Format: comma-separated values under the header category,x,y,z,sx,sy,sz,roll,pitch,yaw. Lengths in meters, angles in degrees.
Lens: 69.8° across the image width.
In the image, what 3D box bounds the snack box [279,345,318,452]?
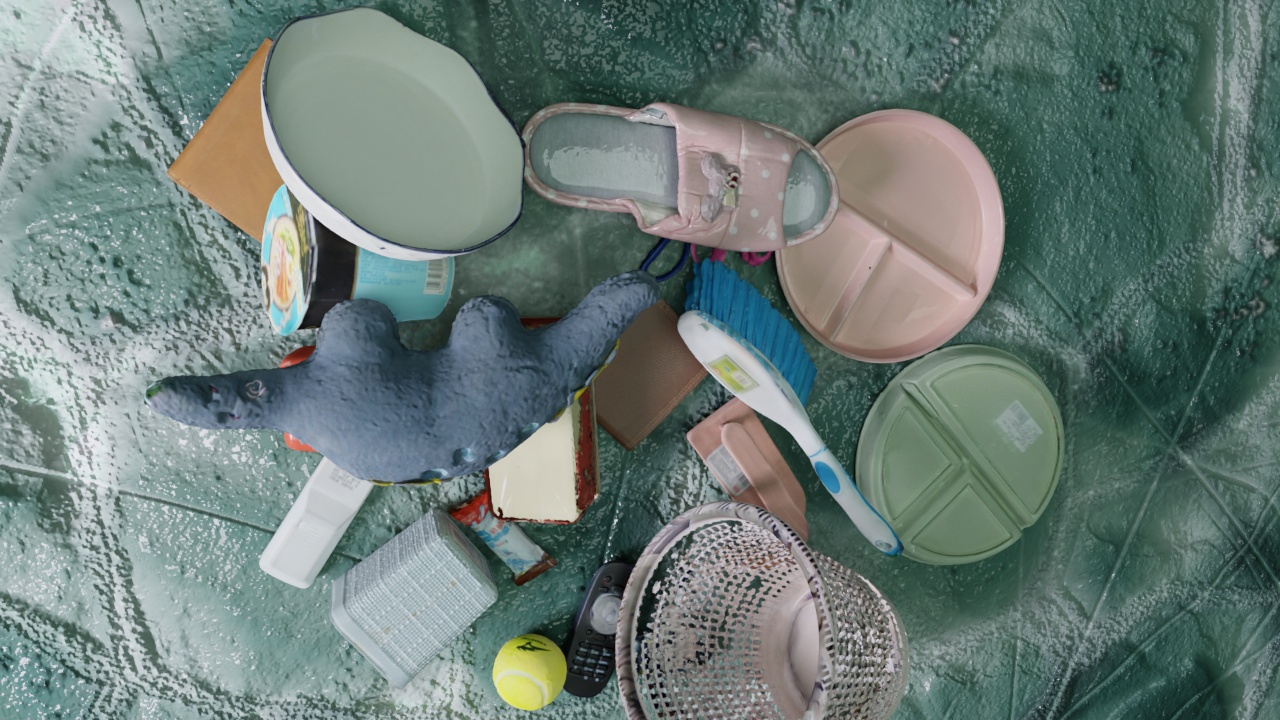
category,x,y,z,sx,sy,sz,roll,pitch,yaw
snack box,-0.242,0.030,0.734,0.080,0.082,0.091,0,103,-4

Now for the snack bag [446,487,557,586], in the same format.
category,x,y,z,sx,sy,sz,roll,pitch,yaw
snack bag,-0.122,0.157,0.816,0.048,0.026,0.104,-33,107,7

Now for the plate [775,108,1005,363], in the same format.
category,x,y,z,sx,sy,sz,roll,pitch,yaw
plate,0.227,-0.112,0.843,0.229,0.028,0.229,-3,102,-13

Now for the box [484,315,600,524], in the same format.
category,x,y,z,sx,sy,sz,roll,pitch,yaw
box,-0.085,0.050,0.761,0.091,0.076,0.168,-1,103,13

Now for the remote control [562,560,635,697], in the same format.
category,x,y,z,sx,sy,sz,roll,pitch,yaw
remote control,-0.037,0.248,0.855,0.053,0.024,0.136,18,95,-15

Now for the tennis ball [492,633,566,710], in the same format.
category,x,y,z,sx,sy,sz,roll,pitch,yaw
tennis ball,-0.099,0.280,0.825,0.065,0.065,0.065,-3,102,-13

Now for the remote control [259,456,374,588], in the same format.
category,x,y,z,sx,sy,sz,roll,pitch,yaw
remote control,-0.271,0.133,0.776,0.049,0.024,0.125,32,92,-18

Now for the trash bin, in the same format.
category,x,y,z,sx,sy,sz,roll,pitch,yaw
trash bin,0.122,0.249,0.796,0.192,0.227,0.227,20,96,-41

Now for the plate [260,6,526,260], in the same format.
category,x,y,z,sx,sy,sz,roll,pitch,yaw
plate,-0.179,-0.160,0.671,0.205,0.204,0.046,42,134,-18

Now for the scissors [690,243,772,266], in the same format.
category,x,y,z,sx,sy,sz,roll,pitch,yaw
scissors,0.087,-0.143,0.801,0.093,0.017,0.137,8,94,-16

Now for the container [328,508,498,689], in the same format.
category,x,y,z,sx,sy,sz,roll,pitch,yaw
container,-0.188,0.196,0.777,0.111,0.090,0.090,-39,108,-7

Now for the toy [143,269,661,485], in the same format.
category,x,y,z,sx,sy,sz,roll,pitch,yaw
toy,-0.153,0.022,0.660,0.356,0.091,0.138,-11,118,-14

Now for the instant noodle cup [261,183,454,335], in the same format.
category,x,y,z,sx,sy,sz,roll,pitch,yaw
instant noodle cup,-0.212,-0.073,0.700,0.120,0.111,0.111,0,102,-39

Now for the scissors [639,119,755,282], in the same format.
category,x,y,z,sx,sy,sz,roll,pitch,yaw
scissors,0.042,-0.143,0.801,0.175,0.012,0.162,16,96,-17

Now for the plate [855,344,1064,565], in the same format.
category,x,y,z,sx,sy,sz,roll,pitch,yaw
plate,0.322,0.098,0.910,0.230,0.027,0.230,-3,103,-13

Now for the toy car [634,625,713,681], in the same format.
category,x,y,z,sx,sy,sz,roll,pitch,yaw
toy car,0.028,0.275,0.872,0.090,0.034,0.043,0,97,-28

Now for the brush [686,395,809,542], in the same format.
category,x,y,z,sx,sy,sz,roll,pitch,yaw
brush,0.105,0.105,0.835,0.063,0.073,0.145,-36,109,-5

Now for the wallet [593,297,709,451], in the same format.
category,x,y,z,sx,sy,sz,roll,pitch,yaw
wallet,-0.005,0.005,0.811,0.101,0.032,0.124,44,88,-14

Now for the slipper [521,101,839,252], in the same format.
category,x,y,z,sx,sy,sz,roll,pitch,yaw
slipper,0.036,-0.155,0.755,0.274,0.054,0.114,9,92,-9

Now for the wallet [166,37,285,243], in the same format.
category,x,y,z,sx,sy,sz,roll,pitch,yaw
wallet,-0.280,-0.162,0.708,0.108,0.031,0.132,37,96,-19

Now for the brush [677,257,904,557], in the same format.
category,x,y,z,sx,sy,sz,roll,pitch,yaw
brush,0.141,0.048,0.815,0.314,0.109,0.061,42,133,-22
